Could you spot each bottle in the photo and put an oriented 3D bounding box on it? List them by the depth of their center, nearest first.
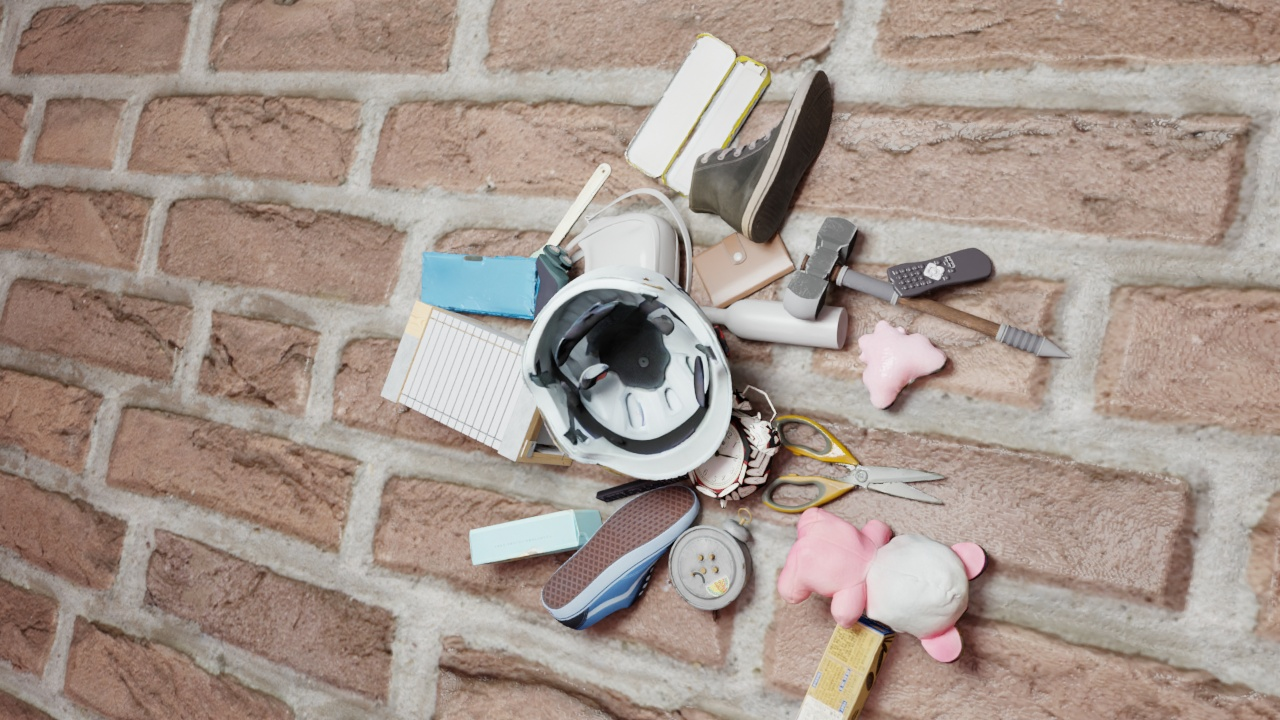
[{"bbox_3d":[0.162,-0.051,1.174,0.195,0.052,0.052,7,85,26],"label":"bottle"}]

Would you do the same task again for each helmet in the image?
[{"bbox_3d":[-0.007,0.007,1.125,0.237,0.163,0.264,-38,101,18],"label":"helmet"}]

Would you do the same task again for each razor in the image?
[{"bbox_3d":[-0.129,-0.091,1.293,0.052,0.047,0.143,17,101,26],"label":"razor"}]

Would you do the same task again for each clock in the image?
[{"bbox_3d":[0.125,0.102,1.152,0.114,0.065,0.155,49,120,39],"label":"clock"},{"bbox_3d":[0.097,0.248,1.157,0.104,0.056,0.148,36,100,26],"label":"clock"}]

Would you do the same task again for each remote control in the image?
[{"bbox_3d":[0.354,-0.105,1.082,0.124,0.009,0.046,-14,58,-6],"label":"remote control"},{"bbox_3d":[0.004,0.165,1.229,0.137,0.032,0.015,-19,63,22],"label":"remote control"}]

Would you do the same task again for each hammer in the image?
[{"bbox_3d":[0.340,-0.064,1.084,0.322,0.043,0.155,23,61,18],"label":"hammer"}]

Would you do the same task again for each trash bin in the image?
[{"bbox_3d":[-0.205,0.033,1.288,0.247,0.142,0.142,22,91,27],"label":"trash bin"}]

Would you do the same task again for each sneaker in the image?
[{"bbox_3d":[0.158,-0.278,1.196,0.120,0.095,0.235,29,96,33],"label":"sneaker"},{"bbox_3d":[-0.014,0.263,1.210,0.241,0.098,0.083,-39,41,-6],"label":"sneaker"}]

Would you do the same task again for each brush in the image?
[{"bbox_3d":[-0.111,-0.199,1.354,0.033,0.012,0.218,40,98,25],"label":"brush"}]

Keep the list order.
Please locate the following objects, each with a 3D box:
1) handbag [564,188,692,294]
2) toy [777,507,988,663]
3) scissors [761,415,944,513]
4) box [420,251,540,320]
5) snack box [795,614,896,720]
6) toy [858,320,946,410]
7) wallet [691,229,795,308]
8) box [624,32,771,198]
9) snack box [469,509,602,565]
[{"bbox_3d":[-0.046,-0.121,1.289,0.223,0.095,0.215,-3,80,38],"label":"handbag"},{"bbox_3d":[0.273,0.243,1.041,0.213,0.084,0.141,18,60,17],"label":"toy"},{"bbox_3d":[0.250,0.149,1.121,0.226,0.016,0.162,23,92,27],"label":"scissors"},{"bbox_3d":[-0.239,-0.115,1.370,0.232,0.048,0.093,9,85,32],"label":"box"},{"bbox_3d":[0.227,0.398,1.071,0.056,0.057,0.207,25,93,30],"label":"snack box"},{"bbox_3d":[0.302,0.000,1.100,0.102,0.050,0.093,-40,64,10],"label":"toy"},{"bbox_3d":[0.135,-0.130,1.221,0.121,0.013,0.087,-29,71,17],"label":"wallet"},{"bbox_3d":[0.079,-0.338,1.271,0.130,0.038,0.210,35,99,17],"label":"box"},{"bbox_3d":[-0.144,0.243,1.263,0.175,0.075,0.053,-14,77,23],"label":"snack box"}]
